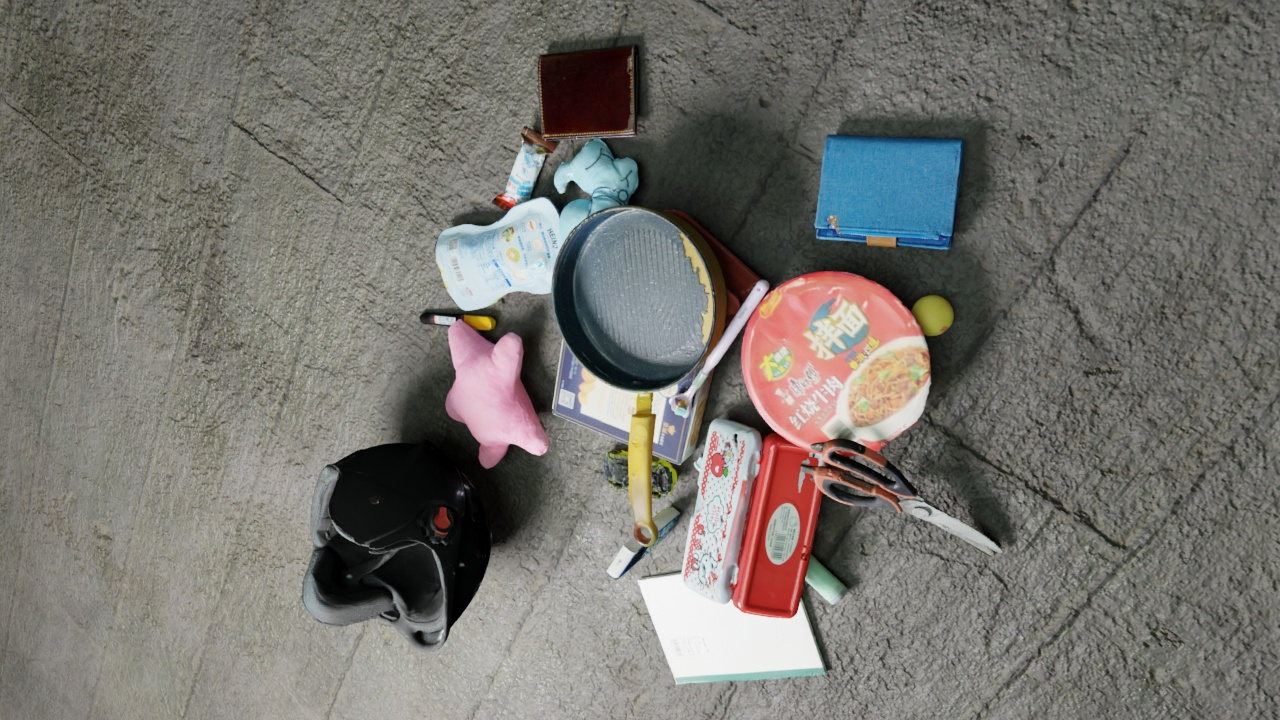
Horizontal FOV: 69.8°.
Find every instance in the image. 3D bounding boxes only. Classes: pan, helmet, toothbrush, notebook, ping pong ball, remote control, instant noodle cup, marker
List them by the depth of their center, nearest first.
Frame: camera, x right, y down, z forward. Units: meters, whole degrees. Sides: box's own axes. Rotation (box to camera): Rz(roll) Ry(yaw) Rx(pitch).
[{"bbox_3d":[0.286,-0.044,0.899,0.040,0.040,0.040,8,108,26],"label":"ping pong ball"},{"bbox_3d":[0.204,0.000,0.941,0.194,0.065,0.194,8,107,27],"label":"instant noodle cup"},{"bbox_3d":[0.082,-0.012,0.966,0.029,0.021,0.190,43,125,16],"label":"toothbrush"},{"bbox_3d":[-0.001,0.017,0.967,0.198,0.078,0.357,-1,103,31],"label":"pan"},{"bbox_3d":[0.145,0.192,1.051,0.224,0.026,0.027,43,126,12],"label":"toothbrush"},{"bbox_3d":[0.005,0.211,1.073,0.024,0.124,0.049,38,118,14],"label":"remote control"},{"bbox_3d":[0.107,0.321,1.116,0.210,0.012,0.150,-16,98,31],"label":"notebook"},{"bbox_3d":[-0.304,0.232,1.185,0.274,0.229,0.234,44,134,11],"label":"helmet"},{"bbox_3d":[-0.239,-0.052,1.193,0.124,0.015,0.018,5,105,29],"label":"marker"}]

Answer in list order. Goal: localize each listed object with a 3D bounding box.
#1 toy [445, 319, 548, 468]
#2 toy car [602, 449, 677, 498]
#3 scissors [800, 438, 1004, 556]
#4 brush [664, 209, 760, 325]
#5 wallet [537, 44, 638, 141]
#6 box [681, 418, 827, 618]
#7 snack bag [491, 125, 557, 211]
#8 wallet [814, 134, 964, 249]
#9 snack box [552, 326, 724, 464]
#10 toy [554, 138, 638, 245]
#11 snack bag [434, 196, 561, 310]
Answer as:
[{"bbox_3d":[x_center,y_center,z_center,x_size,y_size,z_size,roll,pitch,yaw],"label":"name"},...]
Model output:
[{"bbox_3d":[-0.198,0.040,1.165,0.179,0.074,0.194,-14,94,41],"label":"toy"},{"bbox_3d":[-0.001,0.134,1.110,0.105,0.032,0.048,6,108,38],"label":"toy car"},{"bbox_3d":[0.267,0.150,0.944,0.192,0.015,0.207,-9,129,34],"label":"scissors"},{"bbox_3d":[0.062,-0.106,0.984,0.146,0.069,0.063,45,119,10],"label":"brush"},{"bbox_3d":[-0.058,-0.295,1.018,0.122,0.020,0.096,4,102,27],"label":"wallet"},{"bbox_3d":[0.121,0.174,1.011,0.155,0.073,0.201,12,94,20],"label":"box"},{"bbox_3d":[-0.137,-0.220,1.083,0.048,0.026,0.104,31,118,2],"label":"snack bag"},{"bbox_3d":[0.241,-0.164,0.891,0.133,0.040,0.106,8,99,26],"label":"wallet"},{"bbox_3d":[-0.006,0.006,1.066,0.183,0.045,0.178,20,113,22],"label":"snack box"},{"bbox_3d":[-0.046,-0.156,1.027,0.161,0.049,0.156,35,106,22],"label":"toy"},{"bbox_3d":[-0.164,-0.126,1.111,0.191,0.038,0.110,-10,96,33],"label":"snack bag"}]
